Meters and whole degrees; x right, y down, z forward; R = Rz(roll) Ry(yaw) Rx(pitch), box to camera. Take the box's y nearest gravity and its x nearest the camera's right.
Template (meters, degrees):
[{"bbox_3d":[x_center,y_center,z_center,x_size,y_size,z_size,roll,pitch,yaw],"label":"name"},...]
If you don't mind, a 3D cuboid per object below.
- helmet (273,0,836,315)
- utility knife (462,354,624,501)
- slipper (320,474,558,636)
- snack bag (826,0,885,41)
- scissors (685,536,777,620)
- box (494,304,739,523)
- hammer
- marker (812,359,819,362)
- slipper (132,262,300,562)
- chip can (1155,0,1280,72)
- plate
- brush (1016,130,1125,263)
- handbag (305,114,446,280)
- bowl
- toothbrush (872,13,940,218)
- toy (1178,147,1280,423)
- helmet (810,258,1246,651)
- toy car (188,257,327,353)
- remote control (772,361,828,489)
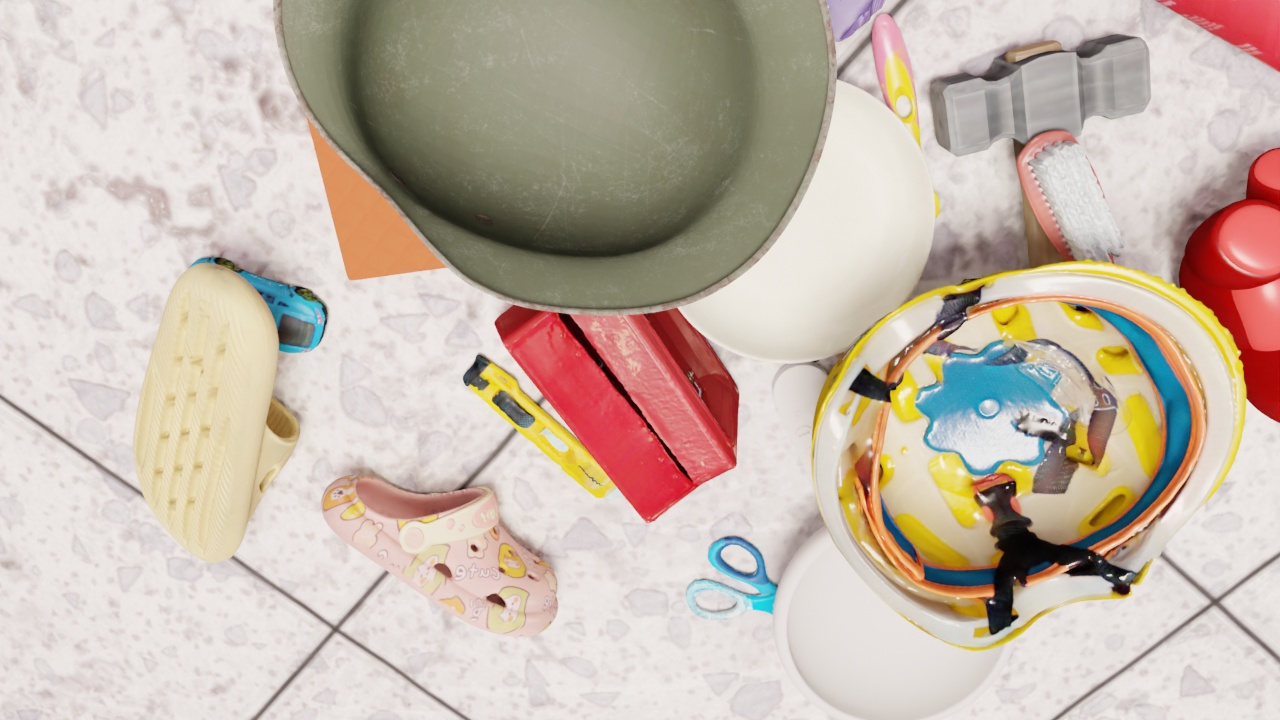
[{"bbox_3d":[-0.052,-0.153,0.494,0.267,0.154,0.227,19,98,-18],"label":"helmet"},{"bbox_3d":[-0.070,0.054,0.688,0.155,0.017,0.031,42,117,-15],"label":"utility knife"},{"bbox_3d":[-0.139,0.130,0.684,0.197,0.093,0.081,31,99,-8],"label":"slipper"},{"bbox_3d":[0.054,-0.247,0.523,0.205,0.096,0.058,14,82,-3],"label":"snack bag"},{"bbox_3d":[0.110,0.185,0.728,0.140,0.015,0.083,18,108,-1],"label":"scissors"},{"bbox_3d":[-0.020,0.015,0.608,0.123,0.136,0.157,-31,105,13],"label":"box"},{"bbox_3d":[0.277,-0.045,0.614,0.117,0.051,0.323,-12,112,8],"label":"hammer"},{"bbox_3d":[0.102,-0.062,0.634,0.022,0.016,0.139,-28,108,-17],"label":"marker"},{"bbox_3d":[-0.296,0.034,0.657,0.111,0.079,0.262,36,126,10],"label":"slipper"},{"bbox_3d":[0.309,-0.240,0.521,0.233,0.073,0.073,26,110,-7],"label":"chip can"},{"bbox_3d":[0.097,-0.090,0.597,0.182,0.034,0.182,-1,103,-3],"label":"plate"},{"bbox_3d":[0.282,-0.063,0.564,0.041,0.030,0.172,-31,112,13],"label":"brush"},{"bbox_3d":[-0.146,-0.147,0.589,0.109,0.060,0.172,-6,108,11],"label":"handbag"},{"bbox_3d":[0.185,0.183,0.689,0.176,0.066,0.177,0,104,0],"label":"bowl"},{"bbox_3d":[0.172,-0.156,0.593,0.021,0.016,0.135,-17,107,11],"label":"toothbrush"},{"bbox_3d":[0.439,-0.069,0.561,0.197,0.120,0.158,-30,104,5],"label":"toy"},{"bbox_3d":[0.220,0.041,0.571,0.240,0.139,0.209,-31,96,8],"label":"helmet"},{"bbox_3d":[-0.279,-0.037,0.656,0.105,0.032,0.048,22,111,-3],"label":"toy car"},{"bbox_3d":[0.137,0.061,0.678,0.043,0.013,0.136,-23,108,11],"label":"remote control"}]
